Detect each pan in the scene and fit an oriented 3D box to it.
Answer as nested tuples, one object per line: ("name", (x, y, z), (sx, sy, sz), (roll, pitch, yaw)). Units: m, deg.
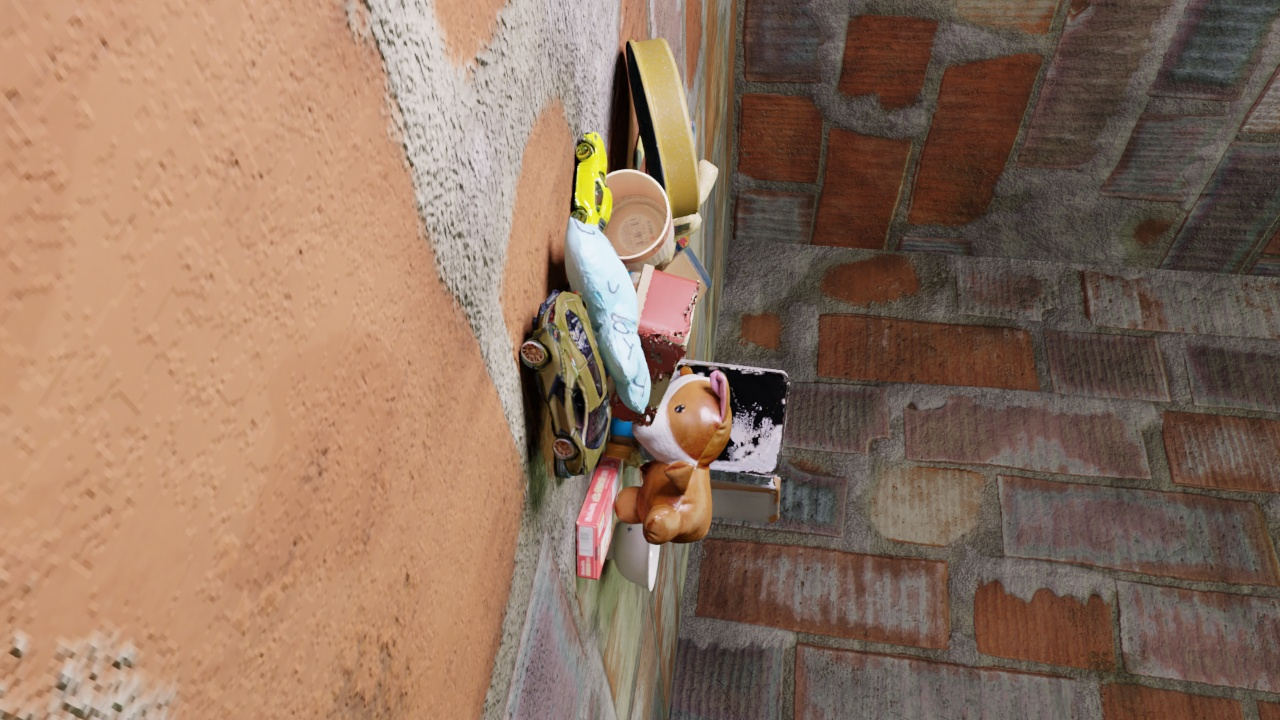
("pan", (0.014, -0.206, 1.064), (0.358, 0.078, 0.197), (79, -1, -60))

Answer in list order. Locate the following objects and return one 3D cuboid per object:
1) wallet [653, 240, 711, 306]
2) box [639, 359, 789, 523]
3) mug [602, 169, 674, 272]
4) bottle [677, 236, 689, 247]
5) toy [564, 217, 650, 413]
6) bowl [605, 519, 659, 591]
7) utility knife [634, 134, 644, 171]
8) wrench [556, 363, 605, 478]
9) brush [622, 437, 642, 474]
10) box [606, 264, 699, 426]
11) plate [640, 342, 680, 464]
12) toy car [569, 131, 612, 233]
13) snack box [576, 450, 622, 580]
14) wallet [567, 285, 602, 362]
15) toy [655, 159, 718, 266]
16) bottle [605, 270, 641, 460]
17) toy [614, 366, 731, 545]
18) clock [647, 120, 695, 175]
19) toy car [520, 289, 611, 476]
("wallet", (0.044, -0.102, 1.262), (0.090, 0.033, 0.115), (51, 52, -18))
("box", (0.093, 0.116, 1.160), (0.134, 0.179, 0.271), (-70, 163, -56))
("mug", (-0.013, -0.119, 0.906), (0.106, 0.082, 0.114), (23, 85, -84))
("bottle", (0.032, -0.115, 1.317), (0.057, 0.057, 0.174), (80, 17, -62))
("toy", (-0.026, -0.045, 0.773), (0.161, 0.050, 0.156), (63, 10, -52))
("bowl", (-0.011, 0.240, 1.205), (0.118, 0.065, 0.118), (6, 89, -82))
("utility knife", (0.015, -0.323, 1.194), (0.031, 0.021, 0.204), (90, 16, -55))
("wrench", (-0.050, 0.023, 0.950), (0.272, 0.016, 0.056), (-75, 173, -51))
("brush", (0.001, 0.022, 1.185), (0.083, 0.046, 0.254), (42, 60, -76))
("box", (0.013, -0.006, 0.913), (0.169, 0.076, 0.091), (111, -5, -54))
("plate", (0.030, 0.046, 1.335), (0.230, 0.027, 0.230), (23, 85, -88))
("toy car", (-0.042, -0.154, 0.830), (0.048, 0.032, 0.105), (5, 88, -82))
("snack box", (-0.045, 0.174, 1.050), (0.152, 0.025, 0.075), (-70, 164, -63))
("wallet", (-0.052, -0.010, 0.838), (0.107, 0.037, 0.129), (81, 17, -60))
("toy", (0.052, -0.196, 1.226), (0.157, 0.066, 0.105), (-57, -168, -5))
("bottle", (-0.006, 0.006, 1.067), (0.065, 0.065, 0.218), (33, 68, -81))
("toy", (0.039, 0.101, 1.026), (0.140, 0.130, 0.199), (18, -95, 64))
("clock", (0.041, -0.271, 1.281), (0.158, 0.060, 0.117), (-76, 169, -58))
("toy car", (-0.052, 0.020, 0.727), (0.070, 0.042, 0.158), (-59, 143, -53))
